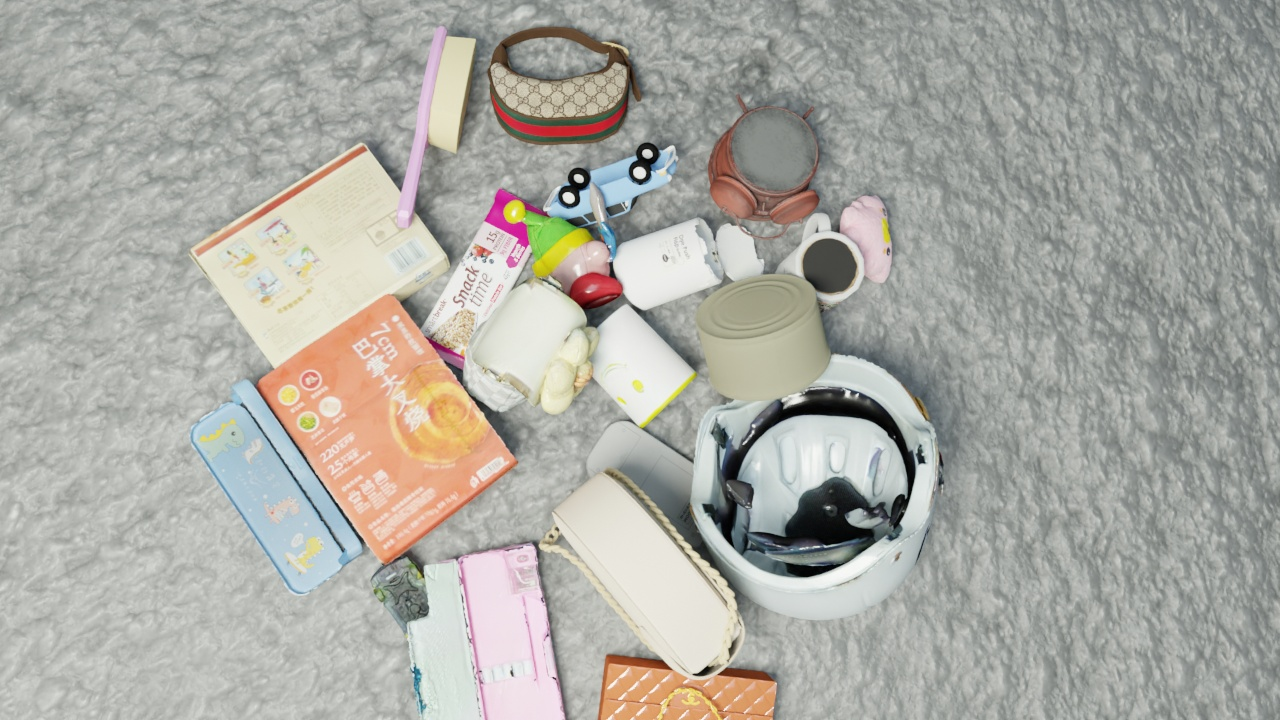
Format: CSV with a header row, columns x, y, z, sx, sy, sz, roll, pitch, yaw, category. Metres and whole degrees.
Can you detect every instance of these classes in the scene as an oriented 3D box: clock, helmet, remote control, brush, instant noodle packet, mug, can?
x,y,z,sx,sy,sz,roll,pitch,yaw,category
0.139,-0.207,1.018,0.120,0.072,0.157,8,79,-6,clock
0.179,0.134,0.915,0.237,0.164,0.263,2,51,20,helmet
0.017,0.128,0.977,0.151,0.019,0.074,34,79,-2,remote control
-0.212,-0.238,0.958,0.043,0.089,0.228,10,68,-11,brush
-0.251,0.064,0.911,0.164,0.084,0.221,-37,93,-10,instant noodle packet
-0.006,0.006,0.962,0.082,0.083,0.106,-44,88,-11,mug
0.124,-0.026,0.936,0.127,0.128,0.073,-25,122,-10,can
0.192,-0.106,1.000,0.073,0.090,0.105,1,81,-7,mug

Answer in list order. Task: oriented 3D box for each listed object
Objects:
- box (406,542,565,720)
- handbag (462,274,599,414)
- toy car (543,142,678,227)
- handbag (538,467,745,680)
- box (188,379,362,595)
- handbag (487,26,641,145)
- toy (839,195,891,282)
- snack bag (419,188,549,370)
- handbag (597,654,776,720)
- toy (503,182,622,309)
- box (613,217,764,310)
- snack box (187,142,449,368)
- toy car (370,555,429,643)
x,y,z,sx,sy,sz,roll,pitch,yaw,category
-0.156,0.307,0.906,0.158,0.066,0.230,-6,81,-32,box
-0.108,-0.001,0.908,0.123,0.172,0.112,32,71,-9,handbag
-0.028,-0.184,0.975,0.154,0.056,0.055,-15,122,23,toy car
0.000,0.208,0.863,0.103,0.211,0.208,-40,78,-12,handbag
-0.358,0.124,0.915,0.121,0.049,0.209,-37,86,30,box
-0.084,-0.312,1.017,0.166,0.063,0.138,-4,72,-7,handbag
0.250,-0.142,1.022,0.050,0.093,0.102,-10,75,32,toy
-0.169,-0.088,0.990,0.070,0.016,0.196,28,79,0,snack bag
0.044,0.367,0.925,0.172,0.060,0.108,8,84,-6,handbag
-0.080,-0.111,0.955,0.096,0.124,0.131,0,66,-44,toy
0.056,-0.106,0.999,0.137,0.143,0.083,-17,78,21,box
-0.328,-0.104,0.953,0.207,0.055,0.153,-36,88,-11,snack box
-0.227,0.246,0.922,0.048,0.033,0.105,-33,100,-13,toy car
